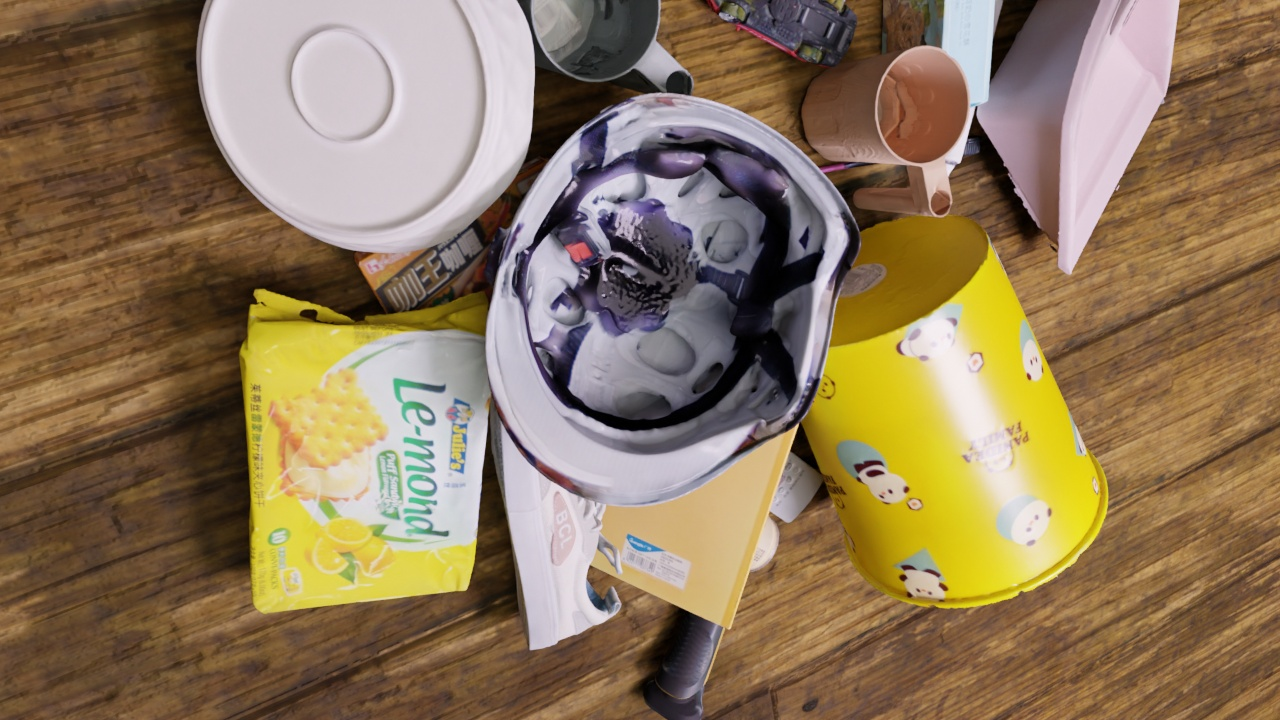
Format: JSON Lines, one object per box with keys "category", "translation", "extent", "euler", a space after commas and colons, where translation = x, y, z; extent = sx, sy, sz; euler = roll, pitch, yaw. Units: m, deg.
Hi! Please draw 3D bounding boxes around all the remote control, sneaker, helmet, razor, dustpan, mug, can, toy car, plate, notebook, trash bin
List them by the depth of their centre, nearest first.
{"category": "plate", "translation": [-0.165, -0.160, 0.534], "extent": [0.205, 0.045, 0.205], "euler": [2, 111, 6]}
{"category": "mug", "translation": [-0.033, -0.215, 0.595], "extent": [0.124, 0.103, 0.083], "euler": [35, 92, -33]}
{"category": "helmet", "translation": [0.004, -0.044, 0.622], "extent": [0.229, 0.146, 0.259], "euler": [21, 97, -16]}
{"category": "toy car", "translation": [0.102, -0.259, 0.677], "extent": [0.120, 0.045, 0.053], "euler": [21, 98, -25]}
{"category": "mug", "translation": [0.190, -0.174, 0.710], "extent": [0.084, 0.103, 0.125], "euler": [-23, 109, -16]}
{"category": "sneaker", "translation": [-0.062, 0.121, 0.725], "extent": [0.090, 0.089, 0.242], "euler": [-12, 117, -13]}
{"category": "notebook", "translation": [0.037, 0.101, 0.751], "extent": [0.010, 0.146, 0.206], "euler": [-18, 126, -65]}
{"category": "dustpan", "translation": [0.404, -0.222, 0.766], "extent": [0.273, 0.139, 0.222], "euler": [33, 81, -30]}
{"category": "trash bin", "translation": [0.236, 0.035, 0.767], "extent": [0.229, 0.229, 0.255], "euler": [-35, 116, -9]}
{"category": "can", "translation": [0.066, 0.143, 0.816], "extent": [0.116, 0.058, 0.058], "euler": [31, 95, -32]}
{"category": "remote control", "translation": [0.108, 0.096, 0.839], "extent": [0.150, 0.021, 0.058], "euler": [36, 92, -33]}
{"category": "razor", "translation": [0.057, 0.261, 0.870], "extent": [0.067, 0.062, 0.167], "euler": [11, 101, -60]}

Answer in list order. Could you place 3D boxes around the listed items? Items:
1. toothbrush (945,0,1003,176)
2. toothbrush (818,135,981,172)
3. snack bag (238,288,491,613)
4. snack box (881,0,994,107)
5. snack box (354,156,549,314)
{"category": "toothbrush", "translation": [0.266, -0.199, 0.778], "extent": [0.026, 0.026, 0.221], "euler": [6, 101, -34]}
{"category": "toothbrush", "translation": [0.217, -0.172, 0.788], "extent": [0.189, 0.014, 0.018], "euler": [-14, 112, -19]}
{"category": "snack bag", "translation": [-0.192, 0.066, 0.641], "extent": [0.157, 0.068, 0.247], "euler": [-1, 118, -23]}
{"category": "snack box", "translation": [0.231, -0.287, 0.711], "extent": [0.051, 0.074, 0.175], "euler": [-15, 116, -20]}
{"category": "snack box", "translation": [-0.117, -0.078, 0.656], "extent": [0.153, 0.026, 0.075], "euler": [-31, 120, -12]}
